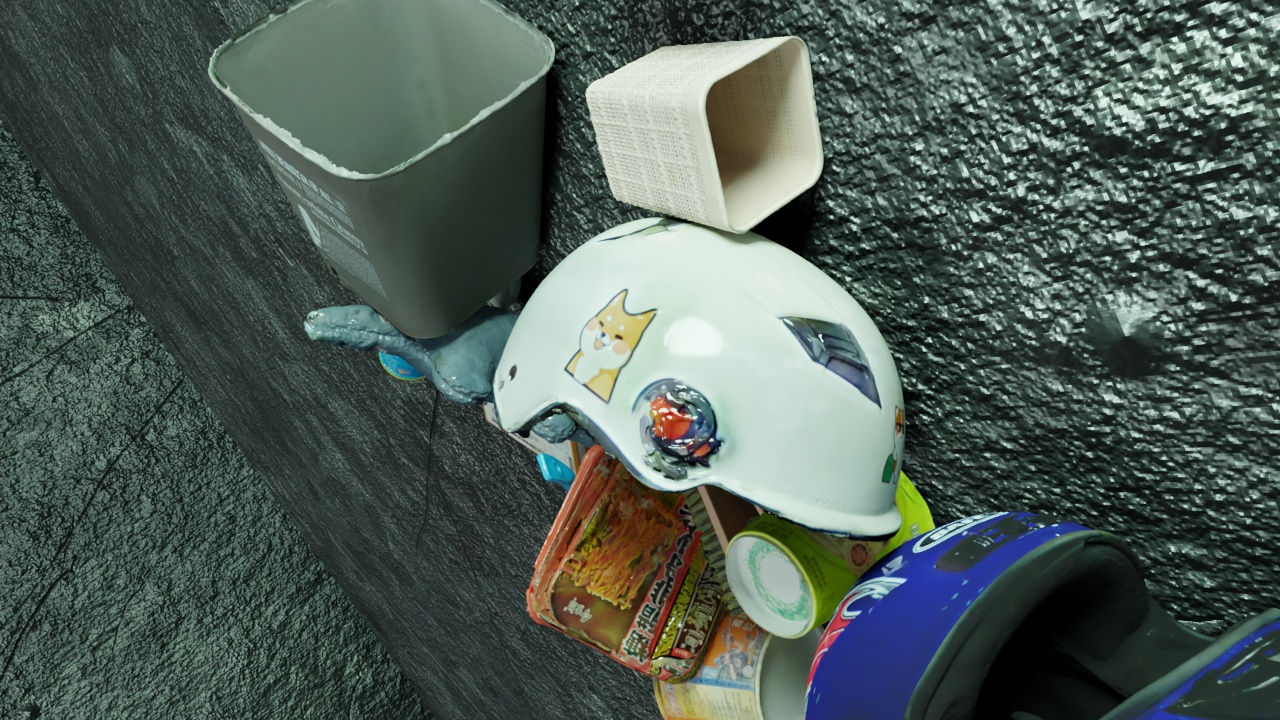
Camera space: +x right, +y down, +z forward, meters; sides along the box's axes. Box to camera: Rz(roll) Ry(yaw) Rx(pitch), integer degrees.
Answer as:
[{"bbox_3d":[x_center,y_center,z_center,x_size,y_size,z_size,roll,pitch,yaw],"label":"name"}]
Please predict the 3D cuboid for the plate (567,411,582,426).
[{"bbox_3d":[-0.004,0.004,0.757,0.179,0.024,0.180,15,131,18],"label":"plate"}]

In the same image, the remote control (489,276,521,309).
[{"bbox_3d":[-0.174,-0.115,0.906,0.150,0.021,0.058,45,148,10],"label":"remote control"}]

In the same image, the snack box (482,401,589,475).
[{"bbox_3d":[-0.120,0.067,1.020,0.154,0.026,0.075,29,142,31],"label":"snack box"}]

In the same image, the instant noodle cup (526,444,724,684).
[{"bbox_3d":[-0.009,0.177,0.809,0.188,0.164,0.079,34,160,-24],"label":"instant noodle cup"}]

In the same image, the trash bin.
[{"bbox_3d":[-0.184,-0.154,0.729,0.199,0.198,0.220,37,152,22],"label":"trash bin"}]

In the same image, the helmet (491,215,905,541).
[{"bbox_3d":[0.050,-0.007,0.583,0.274,0.229,0.157,19,99,28],"label":"helmet"}]

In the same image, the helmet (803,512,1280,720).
[{"bbox_3d":[0.223,0.205,0.528,0.240,0.246,0.316,52,145,34],"label":"helmet"}]

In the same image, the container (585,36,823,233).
[{"bbox_3d":[0.035,-0.139,0.553,0.111,0.089,0.090,20,137,44],"label":"container"}]

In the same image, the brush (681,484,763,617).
[{"bbox_3d":[0.086,0.137,0.769,0.073,0.063,0.145,-43,58,38],"label":"brush"}]

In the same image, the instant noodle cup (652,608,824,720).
[{"bbox_3d":[0.102,0.287,0.860,0.112,0.151,0.151,-4,119,44],"label":"instant noodle cup"}]

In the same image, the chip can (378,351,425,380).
[{"bbox_3d":[-0.243,-0.053,1.013,0.071,0.071,0.211,47,148,6],"label":"chip can"}]

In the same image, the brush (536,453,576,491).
[{"bbox_3d":[-0.058,0.130,0.895,0.255,0.046,0.083,65,-178,-68],"label":"brush"}]

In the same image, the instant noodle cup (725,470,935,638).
[{"bbox_3d":[0.129,0.136,0.657,0.112,0.123,0.112,26,127,40],"label":"instant noodle cup"}]

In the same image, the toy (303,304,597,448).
[{"bbox_3d":[-0.125,0.013,0.848,0.356,0.137,0.092,25,127,-17],"label":"toy"}]
